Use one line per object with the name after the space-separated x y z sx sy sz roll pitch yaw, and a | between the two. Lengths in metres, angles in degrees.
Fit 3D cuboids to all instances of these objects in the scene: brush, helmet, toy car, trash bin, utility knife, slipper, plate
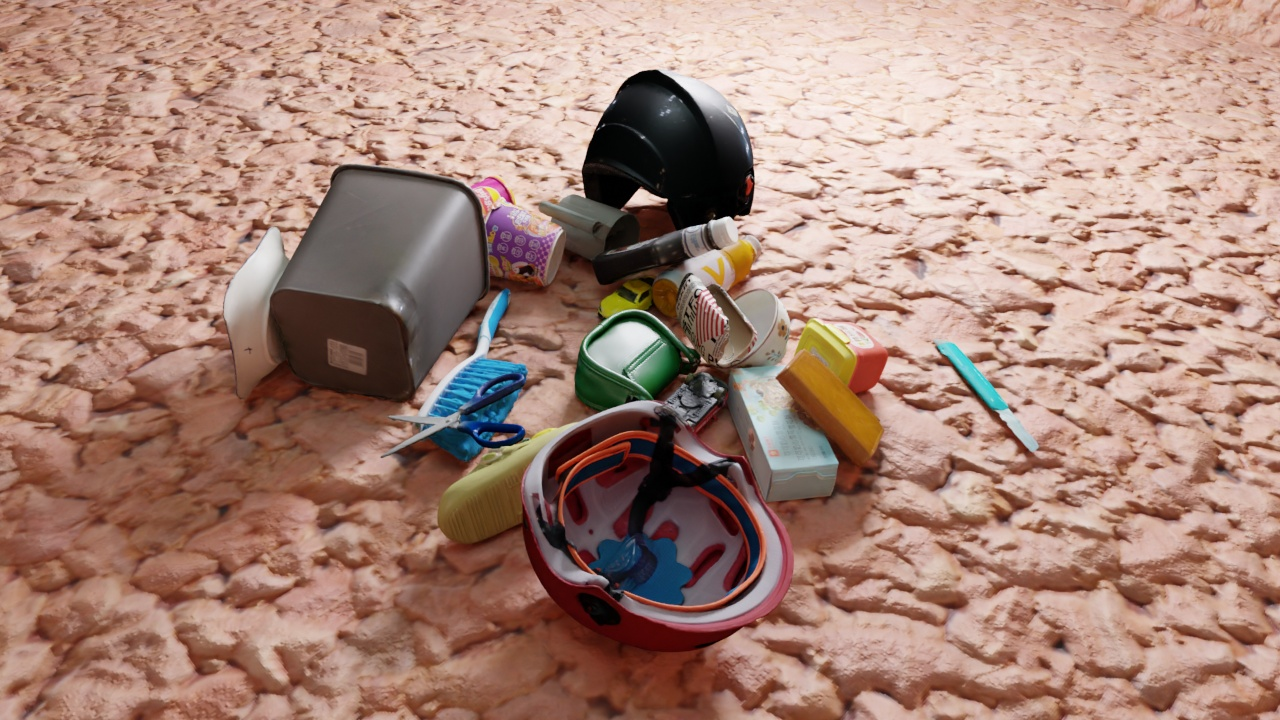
-0.180 0.001 1.087 0.109 0.061 0.313 11 36 15 | brush
0.007 0.167 0.818 0.240 0.144 0.206 39 49 18 | helmet
0.053 -0.291 1.331 0.234 0.230 0.274 28 18 37 | helmet
-0.013 -0.083 1.219 0.048 0.032 0.105 28 46 27 | toy car
-0.306 -0.086 1.086 0.199 0.199 0.219 9 46 6 | trash bin
0.052 0.059 1.031 0.053 0.045 0.120 28 50 25 | toy car
0.417 0.037 1.112 0.029 0.013 0.221 -5 36 -13 | utility knife
-0.124 0.110 0.921 0.190 0.092 0.081 -25 44 -27 | slipper
-0.421 -0.053 1.045 0.034 0.165 0.163 9 39 -3 | plate

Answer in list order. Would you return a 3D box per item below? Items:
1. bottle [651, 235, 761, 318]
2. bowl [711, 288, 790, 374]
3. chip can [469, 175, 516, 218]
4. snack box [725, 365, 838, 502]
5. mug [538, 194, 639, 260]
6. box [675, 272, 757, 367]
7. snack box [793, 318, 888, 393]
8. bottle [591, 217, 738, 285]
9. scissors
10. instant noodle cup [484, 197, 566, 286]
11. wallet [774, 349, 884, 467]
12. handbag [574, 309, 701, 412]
0.096 -0.120 1.244 0.068 0.068 0.189 30 45 30 | bottle
0.140 -0.025 1.116 0.062 0.114 0.113 35 26 -30 | bowl
-0.278 -0.197 1.312 0.071 0.072 0.209 29 45 29 | chip can
0.152 0.076 1.012 0.074 0.052 0.174 -3 38 -10 | snack box
-0.075 -0.187 1.285 0.103 0.083 0.123 26 3 29 | mug
0.093 -0.043 1.103 0.081 0.075 0.163 10 24 -24 | box
0.241 -0.002 1.103 0.080 0.082 0.091 -6 38 -33 | snack box
0.033 -0.144 1.193 0.195 0.044 0.079 -13 11 31 | bottle
-0.182 0.060 0.940 0.176 0.012 0.161 13 42 35 | scissors
-0.159 -0.153 1.244 0.099 0.112 0.111 19 40 5 | instant noodle cup
0.213 0.045 1.011 0.130 0.035 0.118 47 24 5 | wallet
-0.006 0.006 1.075 0.120 0.068 0.131 27 43 19 | handbag
